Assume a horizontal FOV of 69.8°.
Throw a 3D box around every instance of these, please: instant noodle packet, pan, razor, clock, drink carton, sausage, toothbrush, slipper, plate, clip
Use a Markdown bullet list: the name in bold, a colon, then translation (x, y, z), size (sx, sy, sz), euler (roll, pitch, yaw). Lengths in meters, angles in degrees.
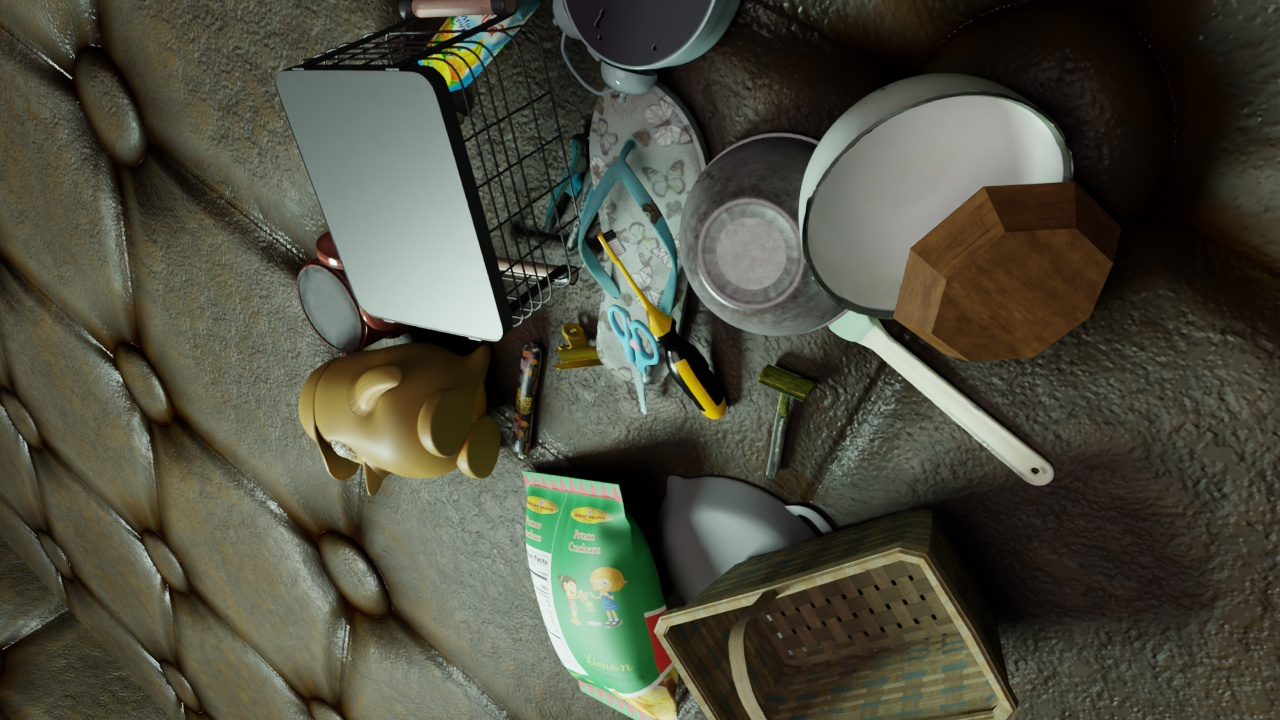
- **instant noodle packet**: translation (-0.042, 0.235, 0.907), size (0.196, 0.090, 0.253), euler (-4, 102, 57)
- **pan**: translation (0.058, 0.226, 0.886), size (0.216, 0.024, 0.356), euler (50, 135, 3)
- **razor**: translation (0.113, 0.055, 0.742), size (0.042, 0.026, 0.106), euler (22, 132, 25)
- **clock**: translation (-0.293, -0.074, 0.957), size (0.120, 0.072, 0.158), euler (53, 136, 0)
- **drink carton**: translation (-0.130, -0.264, 0.735), size (0.129, 0.038, 0.044), euler (-27, 96, 45)
- **sausage**: translation (-0.115, 0.041, 0.918), size (0.020, 0.020, 0.156), euler (30, 130, 22)
- **toothbrush**: translation (0.019, -0.024, 0.729), size (0.031, 0.031, 0.197), euler (-25, 121, 16)
- **clock**: translation (0.001, -0.250, 0.615), size (0.122, 0.045, 0.160), euler (52, 126, 9)
- **slipper**: translation (0.001, -0.085, 0.721), size (0.098, 0.054, 0.269), euler (13, 126, 18)
- **plate**: translation (0.218, -0.044, 0.537), size (0.131, 0.025, 0.131), euler (-4, 133, -4)
- **clip**: translation (-0.056, -0.016, 0.826), size (0.047, 0.052, 0.039), euler (56, 143, 41)

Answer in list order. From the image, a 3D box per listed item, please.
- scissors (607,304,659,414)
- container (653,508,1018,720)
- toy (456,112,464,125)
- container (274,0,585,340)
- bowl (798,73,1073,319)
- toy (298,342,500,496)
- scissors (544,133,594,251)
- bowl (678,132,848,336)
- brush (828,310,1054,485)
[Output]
- **scissors**: translation (-0.005, 0.005, 0.769), size (0.063, 0.015, 0.139), euler (39, 151, 27)
- **container**: translation (0.134, 0.229, 0.688), size (0.251, 0.185, 0.157), euler (-27, 97, 35)
- **toy**: translation (-0.238, -0.203, 0.826), size (0.108, 0.134, 0.105), euler (123, 146, -45)
- **container**: translation (-0.150, -0.145, 0.715), size (0.163, 0.130, 0.242), euler (11, 129, 31)
- **bowl**: translation (0.164, -0.104, 0.543), size (0.153, 0.072, 0.154), euler (-4, 134, -4)
- **toy**: translation (-0.259, 0.057, 0.936), size (0.204, 0.162, 0.198), euler (3, 157, 23)
- **scissors**: translation (-0.049, -0.153, 0.750), size (0.138, 0.019, 0.129), euler (-1, 114, 37)
- **bowl**: translation (0.085, -0.079, 0.627), size (0.145, 0.067, 0.145), euler (9, 111, 23)
- **brush**: translation (0.202, 0.013, 0.651), size (0.217, 0.012, 0.033), euler (42, 134, 10)
